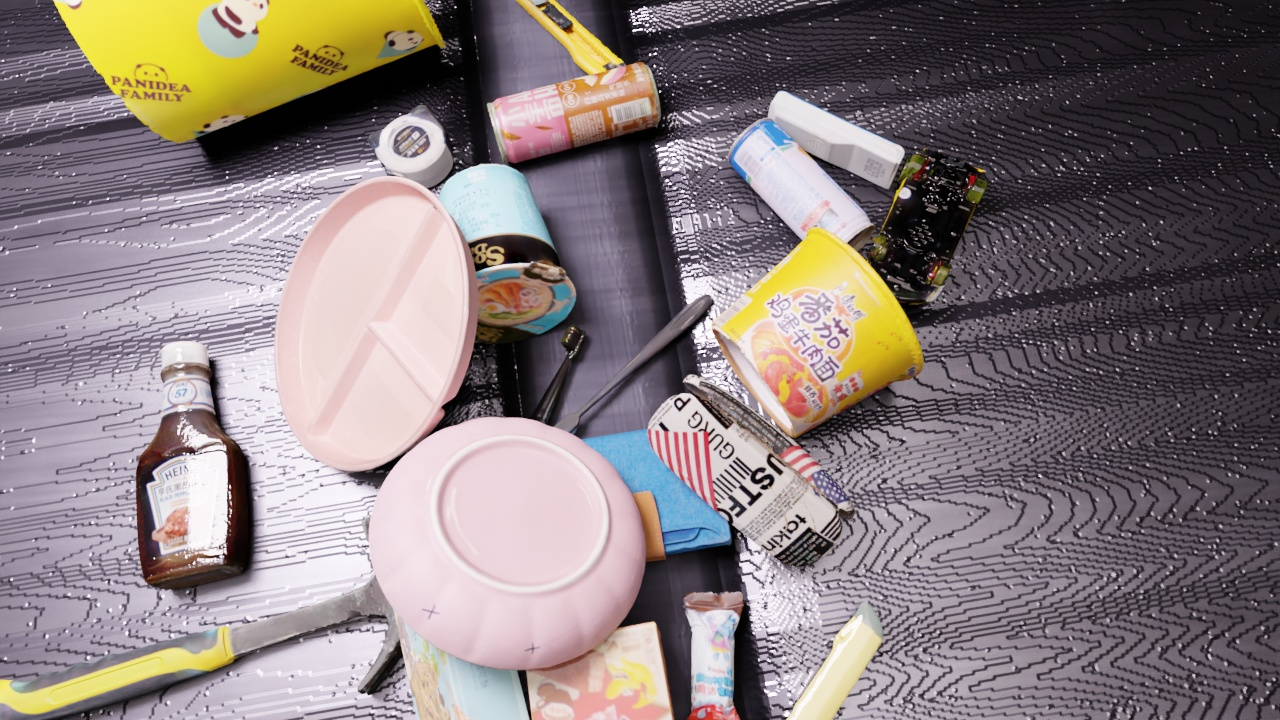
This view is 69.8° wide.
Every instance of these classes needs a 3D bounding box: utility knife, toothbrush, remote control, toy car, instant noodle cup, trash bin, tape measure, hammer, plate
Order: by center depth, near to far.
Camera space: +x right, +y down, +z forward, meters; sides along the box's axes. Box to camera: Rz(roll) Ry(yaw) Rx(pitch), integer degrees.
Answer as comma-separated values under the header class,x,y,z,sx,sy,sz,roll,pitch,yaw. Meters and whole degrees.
class,x,y,z,sx,sy,sz,roll,pitch,yaw
plate,-0.084,0.111,0.625,0.192,0.039,0.192,11,47,-13
utility knife,0.124,0.249,0.659,0.031,0.018,0.167,35,73,18
hammer,-0.324,0.219,0.683,0.323,0.032,0.126,-17,69,-4
instant noodle cup,0.129,-0.014,0.700,0.110,0.138,0.138,-36,72,-3
plate,-0.208,-0.028,0.714,0.230,0.028,0.229,-6,80,35
toothbrush,-0.090,0.065,0.731,0.026,0.027,0.212,7,67,40
instant noodle cup,-0.117,-0.093,0.756,0.111,0.111,0.120,-13,62,-2
toothbrush,-0.004,0.004,0.758,0.180,0.018,0.015,-43,68,-14
toy car,0.238,-0.112,0.774,0.071,0.041,0.155,23,71,11
trash bin,-0.336,-0.327,0.792,0.255,0.230,0.229,-27,71,-2
remote control,0.168,-0.192,0.803,0.125,0.049,0.024,29,76,13
tape measure,-0.203,-0.188,0.828,0.065,0.033,0.066,-32,69,-7
utility knife,-0.086,-0.330,0.884,0.033,0.015,0.209,-40,73,-14

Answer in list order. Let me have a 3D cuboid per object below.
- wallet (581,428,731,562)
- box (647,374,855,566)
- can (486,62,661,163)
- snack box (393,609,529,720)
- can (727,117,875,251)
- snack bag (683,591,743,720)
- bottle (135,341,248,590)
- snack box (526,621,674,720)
class,x,y,z,sx,sy,sz,roll,pitch,yaw
wallet,-0.003,0.104,0.709,0.133,0.040,0.106,-9,65,-1
box,0.089,0.074,0.692,0.162,0.076,0.087,40,32,6
can,-0.059,-0.221,0.819,0.147,0.058,0.058,-15,70,-3
snack box,-0.132,0.196,0.646,0.051,0.074,0.174,-5,70,-37
can,0.137,-0.143,0.784,0.053,0.053,0.134,-36,72,-10
snack bag,0.053,0.221,0.668,0.045,0.026,0.105,0,68,6
bottle,-0.359,0.079,0.731,0.080,0.044,0.194,-13,69,-3
snack box,-0.025,0.239,0.637,0.093,0.077,0.094,-10,70,-1
